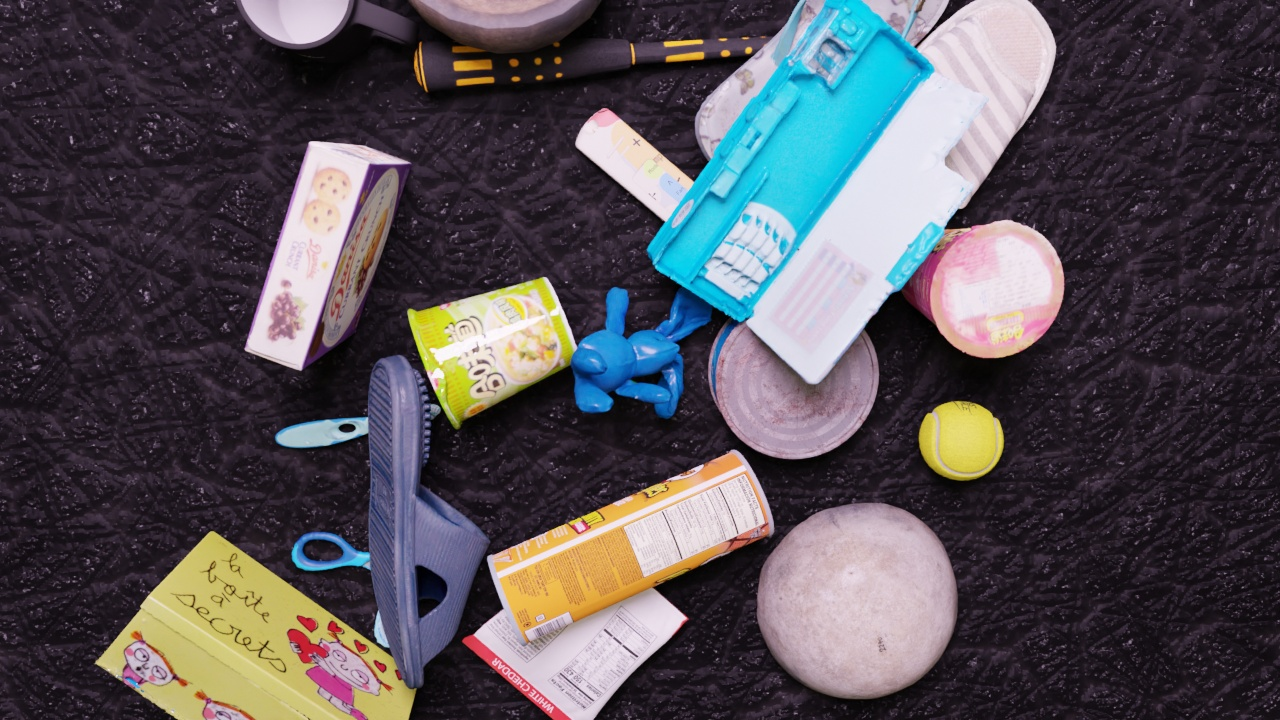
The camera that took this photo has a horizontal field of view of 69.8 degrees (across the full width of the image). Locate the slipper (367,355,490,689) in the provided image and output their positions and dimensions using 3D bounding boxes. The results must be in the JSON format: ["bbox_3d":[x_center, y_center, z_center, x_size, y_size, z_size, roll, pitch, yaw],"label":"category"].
[{"bbox_3d":[-0.166,0.123,0.722,0.082,0.101,0.264,-6,104,-30],"label":"slipper"}]

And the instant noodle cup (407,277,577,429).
[{"bbox_3d":[-0.109,-0.012,0.702,0.108,0.099,0.099,-22,103,-8],"label":"instant noodle cup"}]

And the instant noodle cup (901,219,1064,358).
[{"bbox_3d":[0.249,-0.060,0.702,0.097,0.108,0.098,-1,102,-4],"label":"instant noodle cup"}]

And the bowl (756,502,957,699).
[{"bbox_3d":[0.191,0.216,0.774,0.178,0.081,0.178,-1,100,-3],"label":"bowl"}]

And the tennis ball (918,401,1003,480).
[{"bbox_3d":[0.262,0.066,0.752,0.065,0.065,0.065,-1,102,-4],"label":"tennis ball"}]

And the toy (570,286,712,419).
[{"bbox_3d":[-0.004,0.004,0.693,0.071,0.175,0.113,4,106,33],"label":"toy"}]

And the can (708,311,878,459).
[{"bbox_3d":[0.122,0.011,0.742,0.130,0.044,0.130,-1,102,-4],"label":"can"}]

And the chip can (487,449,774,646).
[{"bbox_3d":[-0.007,0.147,0.730,0.215,0.075,0.075,-22,103,-8],"label":"chip can"}]

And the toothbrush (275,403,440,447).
[{"bbox_3d":[-0.229,0.053,0.742,0.135,0.017,0.022,-10,109,-2],"label":"toothbrush"}]

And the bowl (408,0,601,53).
[{"bbox_3d":[-0.093,-0.286,0.632,0.162,0.070,0.162,0,82,-2],"label":"bowl"}]

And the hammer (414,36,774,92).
[{"bbox_3d":[-0.007,-0.233,0.688,0.320,0.036,0.123,-5,102,-5],"label":"hammer"}]

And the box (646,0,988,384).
[{"bbox_3d":[0.132,-0.119,0.655,0.169,0.085,0.227,38,105,8],"label":"box"}]

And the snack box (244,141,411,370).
[{"bbox_3d":[-0.216,-0.079,0.648,0.040,0.148,0.143,20,100,-8],"label":"snack box"}]

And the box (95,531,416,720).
[{"bbox_3d":[-0.293,0.246,0.728,0.221,0.124,0.083,42,96,-9],"label":"box"}]

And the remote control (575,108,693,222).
[{"bbox_3d":[0.006,-0.144,0.715,0.125,0.018,0.038,39,97,-9],"label":"remote control"}]

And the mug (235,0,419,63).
[{"bbox_3d":[-0.212,-0.247,0.641,0.113,0.088,0.078,18,100,-8],"label":"mug"}]

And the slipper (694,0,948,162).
[{"bbox_3d":[0.152,-0.236,0.668,0.098,0.055,0.269,41,89,-21],"label":"slipper"}]

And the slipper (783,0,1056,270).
[{"bbox_3d":[0.211,-0.163,0.709,0.114,0.054,0.273,40,98,-15],"label":"slipper"}]

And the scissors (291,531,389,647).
[{"bbox_3d":[-0.226,0.177,0.771,0.139,0.011,0.134,9,101,-7],"label":"scissors"}]

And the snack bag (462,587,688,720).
[{"bbox_3d":[-0.054,0.231,0.779,0.131,0.039,0.144,43,93,-7],"label":"snack bag"}]
